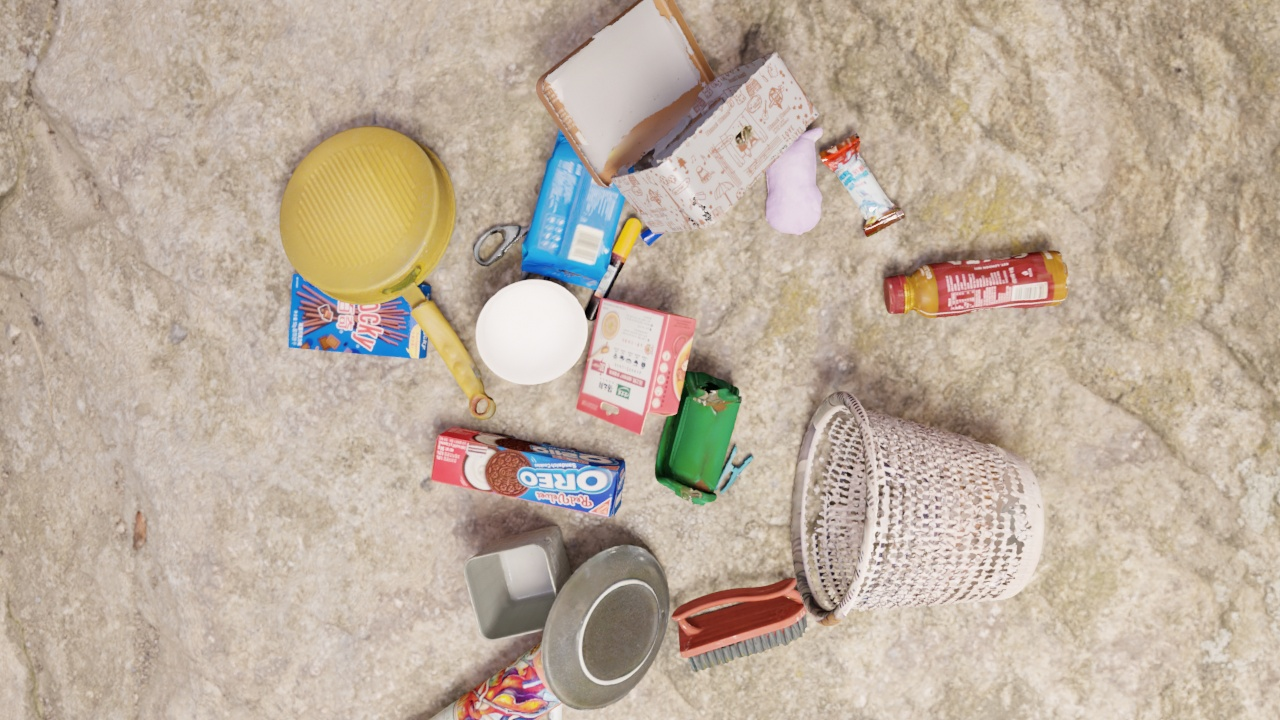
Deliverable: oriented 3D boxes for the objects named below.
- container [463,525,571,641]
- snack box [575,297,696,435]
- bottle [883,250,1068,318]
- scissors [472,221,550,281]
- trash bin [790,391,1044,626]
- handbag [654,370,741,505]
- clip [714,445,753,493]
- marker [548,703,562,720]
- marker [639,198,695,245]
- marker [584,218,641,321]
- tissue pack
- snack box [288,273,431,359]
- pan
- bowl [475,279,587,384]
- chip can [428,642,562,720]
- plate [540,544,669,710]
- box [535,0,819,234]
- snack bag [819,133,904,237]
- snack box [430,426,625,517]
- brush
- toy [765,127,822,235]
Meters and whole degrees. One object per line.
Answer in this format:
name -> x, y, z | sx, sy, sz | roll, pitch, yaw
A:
container -> -0.125, 0.234, 0.991 | 0.090, 0.114, 0.090 | -14, 92, 7
snack box -> -0.006, 0.006, 0.970 | 0.113, 0.044, 0.127 | 18, 98, 47
bottle -> 0.343, -0.076, 0.949 | 0.175, 0.057, 0.057 | -6, 93, 7
scissors -> -0.113, -0.152, 1.018 | 0.170, 0.014, 0.159 | -9, 92, 5
trash bin -> 0.272, 0.152, 0.906 | 0.192, 0.227, 0.227 | 7, 94, -7
handbag -> 0.060, 0.080, 0.960 | 0.068, 0.120, 0.131 | 15, 93, -1
clip -> 0.101, 0.122, 1.010 | 0.049, 0.015, 0.057 | 34, 97, 1
marker -> -0.095, 0.368, 1.045 | 0.017, 0.017, 0.145 | 3, 94, 6
marker -> 0.061, -0.174, 0.989 | 0.146, 0.017, 0.017 | -37, 89, 12
marker -> -0.031, -0.100, 1.012 | 0.018, 0.015, 0.124 | 27, 98, 5
tissue pack -> -0.068, -0.161, 0.984 | 0.095, 0.052, 0.157 | 15, 95, -16
snack box -> -0.319, -0.050, 1.040 | 0.157, 0.026, 0.084 | 5, 93, 6
pan -> -0.256, -0.091, 0.996 | 0.198, 0.078, 0.357 | -33, 74, 7
bowl -> -0.121, -0.040, 0.992 | 0.118, 0.064, 0.118 | -6, 114, -13
chip can -> -0.158, 0.387, 1.016 | 0.215, 0.071, 0.071 | -37, 89, 12
plate -> -0.027, 0.284, 0.967 | 0.024, 0.179, 0.179 | 9, 96, 46
box -> 0.033, -0.256, 0.897 | 0.182, 0.157, 0.193 | -46, 112, -16
snack bag -> 0.234, -0.185, 0.971 | 0.048, 0.026, 0.104 | -28, 90, 19
snack box -> -0.122, 0.122, 1.014 | 0.207, 0.058, 0.057 | 11, 97, 6
brush -> 0.110, 0.280, 0.994 | 0.146, 0.063, 0.069 | -18, 104, 6
toy -> 0.157, -0.186, 0.973 | 0.084, 0.038, 0.108 | -6, 94, 25
